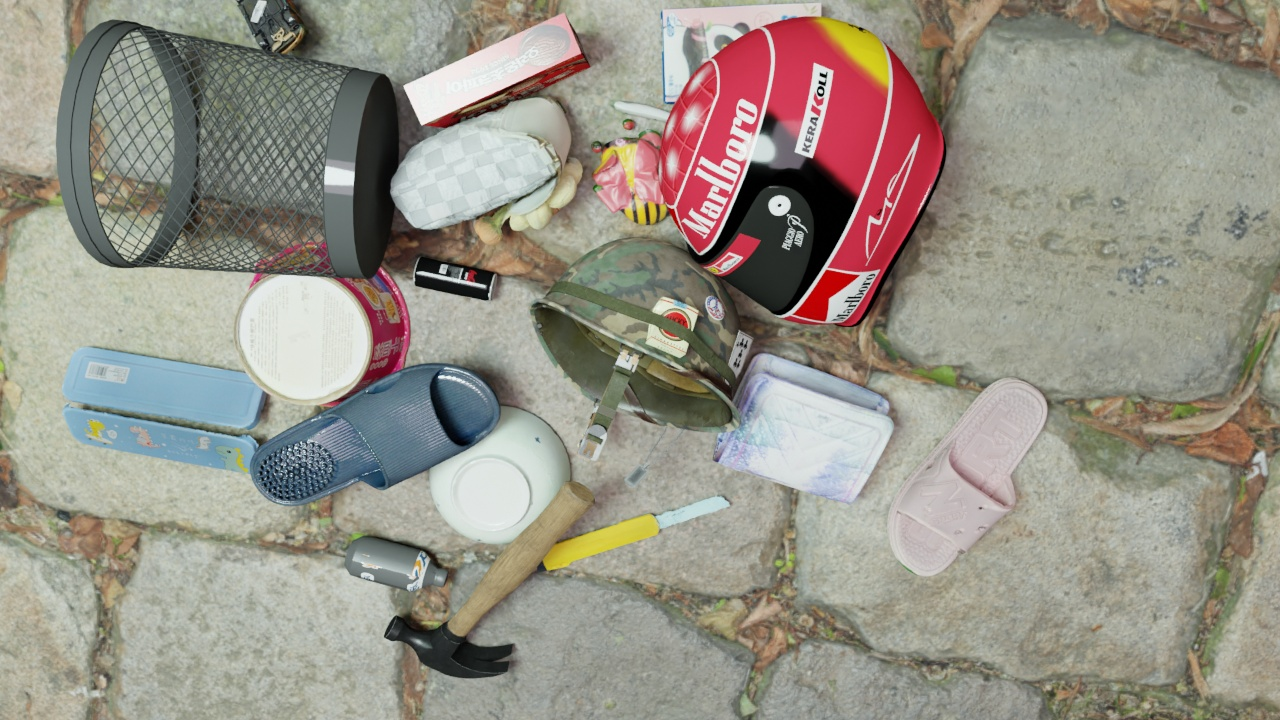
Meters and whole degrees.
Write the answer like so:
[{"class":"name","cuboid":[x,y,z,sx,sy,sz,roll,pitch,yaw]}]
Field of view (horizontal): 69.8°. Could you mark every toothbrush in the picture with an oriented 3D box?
[{"class":"toothbrush","cuboid":[0.063,-0.239,0.915,0.189,0.016,0.017,11,93,-2]}]

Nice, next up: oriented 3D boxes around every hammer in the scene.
[{"class":"hammer","cuboid":[-0.143,0.235,0.971,0.132,0.040,0.306,32,118,-16]}]

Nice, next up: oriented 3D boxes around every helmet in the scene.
[{"class":"helmet","cuboid":[-0.004,0.004,0.872,0.224,0.193,0.235,42,70,5]},{"class":"helmet","cuboid":[0.127,-0.168,0.824,0.224,0.197,0.272,12,123,-15]}]

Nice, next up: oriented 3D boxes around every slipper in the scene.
[{"class":"slipper","cuboid":[0.348,0.128,0.971,0.094,0.064,0.239,30,100,-6]},{"class":"slipper","cuboid":[-0.268,0.081,0.897,0.264,0.082,0.101,-21,105,5]}]

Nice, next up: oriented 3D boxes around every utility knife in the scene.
[{"class":"utility knife","cuboid":[-0.011,0.191,1.014,0.228,0.019,0.030,-18,108,10]}]

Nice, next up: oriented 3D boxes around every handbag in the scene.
[{"class":"handbag","cuboid":[-0.145,-0.174,0.886,0.172,0.112,0.123,-17,125,12]},{"class":"handbag","cuboid":[0.169,0.074,0.963,0.158,0.069,0.127,19,117,-3]}]

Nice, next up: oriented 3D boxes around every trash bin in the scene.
[{"class":"trash bin","cuboid":[-0.355,-0.180,0.838,0.227,0.217,0.218,6,103,-5]}]

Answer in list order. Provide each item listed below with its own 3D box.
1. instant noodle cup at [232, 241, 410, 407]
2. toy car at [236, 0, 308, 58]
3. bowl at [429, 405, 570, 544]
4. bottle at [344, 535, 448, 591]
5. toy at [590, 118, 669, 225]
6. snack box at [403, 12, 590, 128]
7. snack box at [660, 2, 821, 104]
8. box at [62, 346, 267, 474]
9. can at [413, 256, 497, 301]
[{"class":"instant noodle cup","cuboid":[-0.333,-0.029,0.937,0.178,0.077,0.179,0,103,1]},{"class":"toy car","cuboid":[-0.351,-0.330,0.885,0.047,0.047,0.112,-34,71,7]},{"class":"bowl","cuboid":[-0.154,0.130,0.975,0.153,0.072,0.153,0,105,1]},{"class":"bottle","cuboid":[-0.268,0.227,1.011,0.112,0.047,0.047,15,103,-3]},{"class":"toy","cuboid":[-0.006,-0.183,0.916,0.084,0.046,0.103,-36,105,-5]},{"class":"snack box","cuboid":[-0.127,-0.264,0.851,0.152,0.132,0.036,-22,102,6]},{"class":"snack box","cuboid":[0.098,-0.297,0.892,0.154,0.033,0.088,-2,104,1]},{"class":"box","cuboid":[-0.506,0.057,0.976,0.209,0.047,0.122,10,102,0]},{"class":"can","cuboid":[-0.191,-0.084,0.946,0.080,0.031,0.031,12,103,-2]}]
